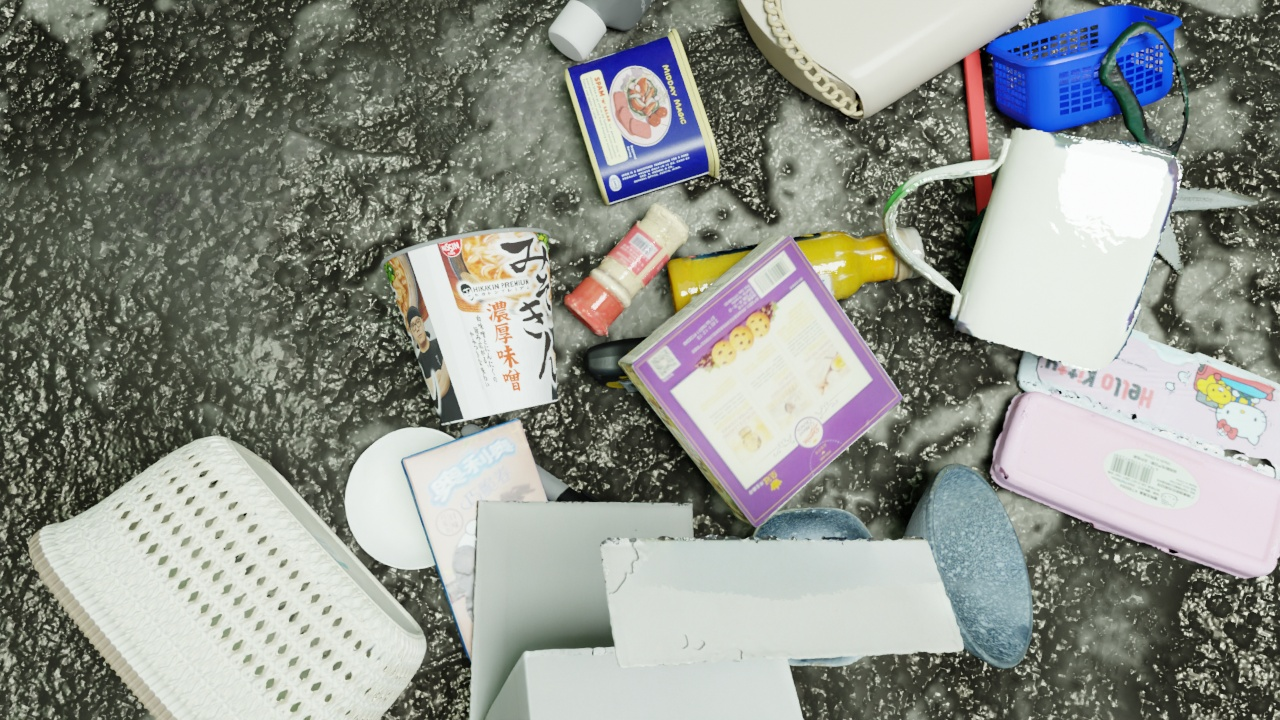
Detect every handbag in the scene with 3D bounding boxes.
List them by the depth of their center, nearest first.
[{"bbox_3d":[0.258,-0.087,0.641,0.176,0.073,0.151,15,104,13],"label":"handbag"},{"bbox_3d":[0.180,-0.309,0.710,0.211,0.103,0.208,-31,78,9],"label":"handbag"}]

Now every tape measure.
[{"bbox_3d":[-0.004,0.004,0.679,0.062,0.061,0.034,-7,78,18],"label":"tape measure"}]

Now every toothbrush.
[{"bbox_3d":[0.264,-0.210,0.728,0.012,0.018,0.212,-3,83,2],"label":"toothbrush"}]

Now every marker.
[{"bbox_3d":[-0.077,0.087,0.694,0.138,0.016,0.022,34,52,9],"label":"marker"}]

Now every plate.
[{"bbox_3d":[-0.166,0.103,0.688,0.104,0.026,0.104,-1,79,4],"label":"plate"}]

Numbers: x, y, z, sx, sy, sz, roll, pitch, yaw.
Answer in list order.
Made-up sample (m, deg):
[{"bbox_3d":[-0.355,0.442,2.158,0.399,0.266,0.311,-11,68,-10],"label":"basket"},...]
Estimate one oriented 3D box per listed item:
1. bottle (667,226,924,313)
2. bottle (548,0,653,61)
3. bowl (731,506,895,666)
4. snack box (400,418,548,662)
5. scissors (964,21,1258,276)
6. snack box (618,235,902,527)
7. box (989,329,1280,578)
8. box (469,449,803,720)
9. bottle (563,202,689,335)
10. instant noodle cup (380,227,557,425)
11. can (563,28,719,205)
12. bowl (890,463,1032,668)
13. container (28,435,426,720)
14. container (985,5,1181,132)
[{"bbox_3d":[0.116,-0.066,0.689,0.186,0.053,0.053,-10,80,1],"label":"bottle"},{"bbox_3d":[-0.009,-0.315,0.724,0.046,0.084,0.173,34,84,8],"label":"bottle"},{"bbox_3d":[0.119,0.158,0.649,0.110,0.055,0.110,-1,80,3],"label":"bowl"},{"bbox_3d":[-0.105,0.127,0.654,0.087,0.034,0.151,-19,89,-19],"label":"snack box"},{"bbox_3d":[0.344,-0.144,0.658,0.202,0.015,0.203,-1,120,7],"label":"scissors"},{"bbox_3d":[0.085,0.014,0.638,0.143,0.040,0.148,-39,102,-10],"label":"snack box"},{"bbox_3d":[0.369,0.055,0.663,0.201,0.038,0.152,21,81,6],"label":"box"},{"bbox_3d":[-0.047,0.157,0.679,0.167,0.421,0.174,5,116,-20],"label":"box"},{"bbox_3d":[-0.009,-0.070,0.702,0.044,0.044,0.109,41,84,9],"label":"bottle"},{"bbox_3d":[-0.114,-0.021,0.668,0.123,0.123,0.121,-12,89,1],"label":"instant noodle cup"},{"bbox_3d":[0.000,-0.187,0.715,0.092,0.056,0.116,-17,80,1],"label":"can"},{"bbox_3d":[0.212,0.144,0.636,0.057,0.136,0.137,-24,76,40],"label":"bowl"},{"bbox_3d":[-0.262,0.169,0.610,0.142,0.185,0.246,-43,81,-15],"label":"container"},{"bbox_3d":[0.327,-0.216,0.683,0.114,0.096,0.058,-16,120,1],"label":"container"}]
